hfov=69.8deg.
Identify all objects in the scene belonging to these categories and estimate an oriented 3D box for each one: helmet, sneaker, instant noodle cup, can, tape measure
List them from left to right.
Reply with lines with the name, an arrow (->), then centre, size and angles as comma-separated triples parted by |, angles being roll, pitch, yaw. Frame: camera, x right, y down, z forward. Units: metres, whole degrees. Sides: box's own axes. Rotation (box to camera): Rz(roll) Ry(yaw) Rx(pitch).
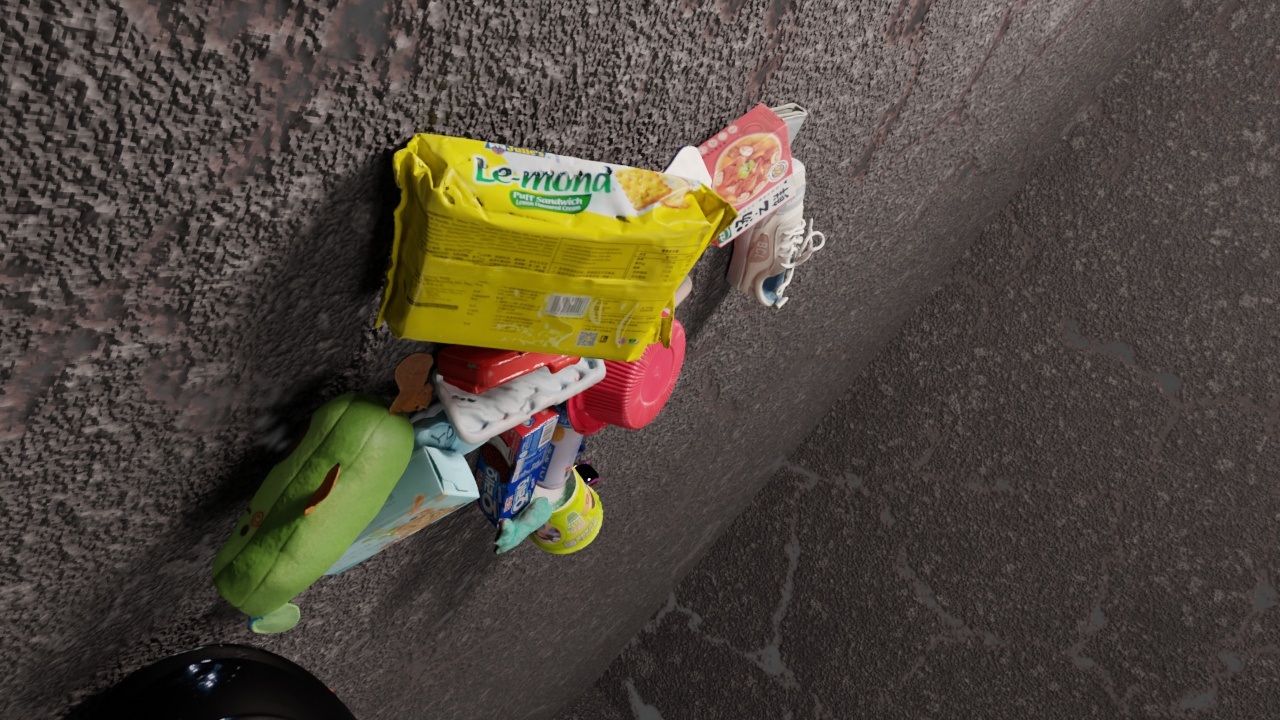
helmet -> -0.387, 0.387, 0.856 | 0.233, 0.230, 0.275 | -37, 167, -25
instant noodle cup -> -0.114, 0.192, 1.251 | 0.111, 0.111, 0.123 | -41, 154, -16
can -> -0.097, 0.092, 1.109 | 0.053, 0.053, 0.135 | -25, 143, -48
tape measure -> -0.092, 0.179, 1.370 | 0.057, 0.039, 0.058 | -36, 164, -29
instant noodle cup -> -0.006, 0.006, 1.049 | 0.193, 0.066, 0.194 | -47, 149, -40
sneaker -> 0.176, -0.149, 1.171 | 0.089, 0.091, 0.243 | -39, 160, -25

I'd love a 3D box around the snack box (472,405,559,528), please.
snack box -> -0.150, 0.117, 1.073 | 0.057, 0.058, 0.208 | -32, 157, -36

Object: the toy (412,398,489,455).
toy -> -0.188, 0.073, 0.902 | 0.161, 0.050, 0.156 | -33, 172, 8

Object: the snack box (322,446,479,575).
snack box -> -0.243, 0.142, 0.853 | 0.175, 0.051, 0.074 | -29, 164, 9

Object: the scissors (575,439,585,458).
scissors -> -0.076, 0.096, 1.252 | 0.162, 0.012, 0.163 | -37, 165, -34

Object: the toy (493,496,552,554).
toy -> -0.146, 0.201, 1.126 | 0.091, 0.030, 0.097 | -41, 159, -18

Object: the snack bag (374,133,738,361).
snack bag -> -0.067, -0.069, 0.670 | 0.246, 0.068, 0.158 | 5, 137, -23

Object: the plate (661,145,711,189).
plate -> -0.010, -0.104, 0.822 | 0.205, 0.045, 0.205 | -47, -177, 3

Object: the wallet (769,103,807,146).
wallet -> 0.124, -0.214, 1.004 | 0.106, 0.037, 0.130 | -27, 154, -47

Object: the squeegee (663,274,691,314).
squeegee -> 0.000, 0.022, 1.236 | 0.247, 0.040, 0.249 | -45, 163, -4

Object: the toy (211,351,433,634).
toy -> -0.247, 0.098, 0.730 | 0.246, 0.090, 0.227 | -56, -171, -21

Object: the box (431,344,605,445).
box -> -0.101, 0.011, 0.885 | 0.200, 0.095, 0.099 | -26, 121, -45

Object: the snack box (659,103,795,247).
snack box -> 0.092, -0.178, 0.931 | 0.127, 0.044, 0.113 | -35, 149, -5
